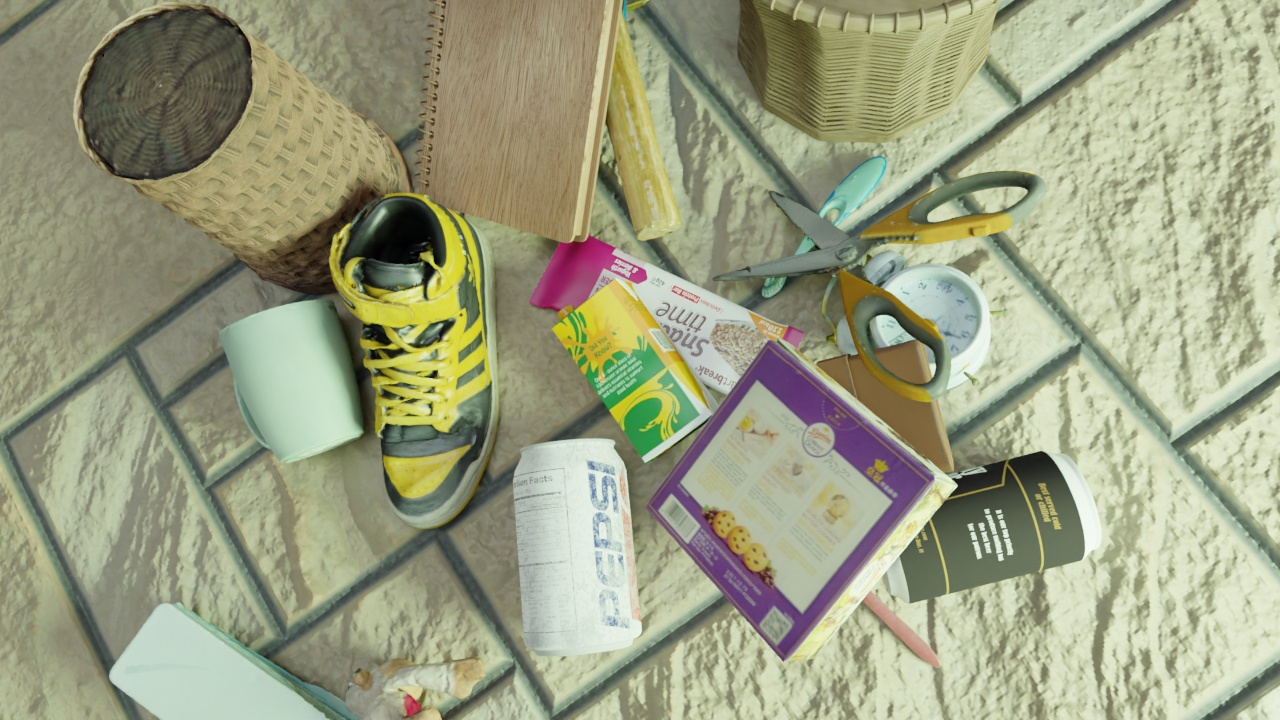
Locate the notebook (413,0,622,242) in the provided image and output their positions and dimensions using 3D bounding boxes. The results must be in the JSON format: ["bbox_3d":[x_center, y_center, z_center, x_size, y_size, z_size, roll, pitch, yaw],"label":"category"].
[{"bbox_3d":[-0.093,-0.205,0.656,0.169,0.022,0.211,20,110,31],"label":"notebook"}]

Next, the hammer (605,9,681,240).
[{"bbox_3d":[-0.027,-0.246,0.654,0.132,0.033,0.330,-15,82,3],"label":"hammer"}]

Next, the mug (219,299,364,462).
[{"bbox_3d":[-0.262,0.022,0.684,0.111,0.084,0.104,-21,88,33],"label":"mug"}]

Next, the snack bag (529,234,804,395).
[{"bbox_3d":[0.016,-0.032,0.673,0.196,0.016,0.070,27,86,13],"label":"snack bag"}]

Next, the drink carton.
[{"bbox_3d":[-0.004,0.004,0.644,0.058,0.041,0.122,-37,82,13],"label":"drink carton"}]

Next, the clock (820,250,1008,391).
[{"bbox_3d":[0.181,-0.027,0.624,0.118,0.057,0.083,22,84,20],"label":"clock"}]

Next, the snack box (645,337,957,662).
[{"bbox_3d":[0.094,0.086,0.581,0.143,0.040,0.148,45,106,36],"label":"snack box"}]

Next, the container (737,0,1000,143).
[{"bbox_3d":[0.151,-0.270,0.602,0.227,0.196,0.226,-2,79,9],"label":"container"}]

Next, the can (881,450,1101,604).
[{"bbox_3d":[0.214,0.106,0.584,0.128,0.072,0.072,-16,77,6],"label":"can"}]

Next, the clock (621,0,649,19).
[{"bbox_3d":[-0.077,-0.243,0.707,0.117,0.060,0.161,37,89,13],"label":"clock"}]

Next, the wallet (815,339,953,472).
[{"bbox_3d":[0.139,0.040,0.608,0.121,0.013,0.087,-16,86,35],"label":"wallet"}]

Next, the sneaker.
[{"bbox_3d":[-0.158,-0.005,0.643,0.086,0.122,0.238,-2,78,10],"label":"sneaker"}]

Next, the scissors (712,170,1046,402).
[{"bbox_3d":[0.153,-0.058,0.602,0.226,0.016,0.225,-12,52,21],"label":"scissors"}]

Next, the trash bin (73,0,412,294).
[{"bbox_3d":[-0.271,-0.145,0.643,0.151,0.210,0.151,-2,78,9],"label":"trash bin"}]

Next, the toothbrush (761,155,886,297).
[{"bbox_3d":[0.133,-0.098,0.665,0.022,0.017,0.135,41,88,17],"label":"toothbrush"}]

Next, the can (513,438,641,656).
[{"bbox_3d":[-0.044,0.125,0.621,0.078,0.078,0.136,-7,78,8],"label":"can"}]

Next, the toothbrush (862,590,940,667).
[{"bbox_3d":[0.132,0.139,0.622,0.184,0.015,0.015,44,96,13],"label":"toothbrush"}]

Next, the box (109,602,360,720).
[{"bbox_3d":[-0.280,0.248,0.653,0.199,0.070,0.085,26,104,15],"label":"box"}]

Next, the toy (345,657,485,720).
[{"bbox_3d":[-0.159,0.242,0.632,0.106,0.074,0.085,10,125,30],"label":"toy"}]
